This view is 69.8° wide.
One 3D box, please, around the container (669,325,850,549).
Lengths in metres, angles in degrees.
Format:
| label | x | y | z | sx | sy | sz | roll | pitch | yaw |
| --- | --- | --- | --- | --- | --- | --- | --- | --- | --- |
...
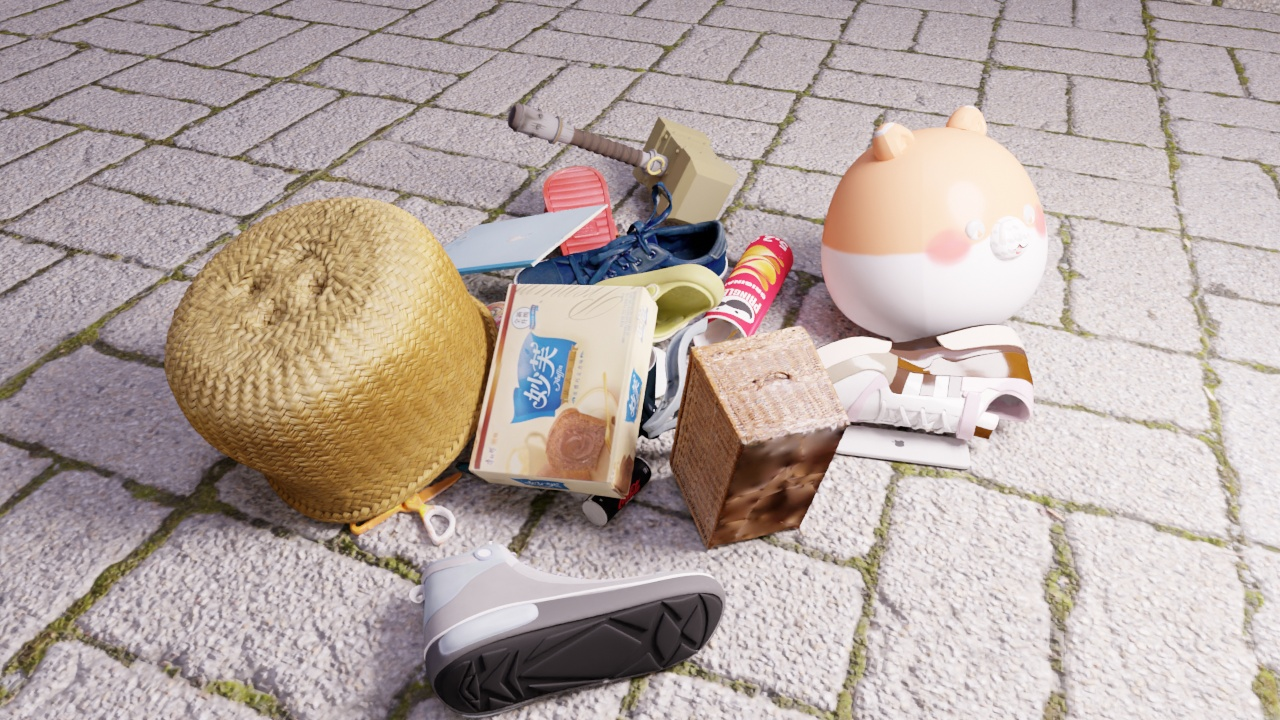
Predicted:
| label | x | y | z | sx | sy | sz | roll | pitch | yaw |
| --- | --- | --- | --- | --- | --- | --- | --- | --- | --- |
| container | 0.106 | 0.078 | 0.872 | 0.113 | 0.199 | 0.112 | -10 | 50 | -15 |

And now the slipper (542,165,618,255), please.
| label | x | y | z | sx | sy | sz | roll | pitch | yaw |
| --- | --- | --- | --- | --- | --- | --- | --- | --- | --- |
| slipper | -0.084 | -0.186 | 1.327 | 0.103 | 0.059 | 0.248 | -7 | 54 | -9 |

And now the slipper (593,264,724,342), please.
| label | x | y | z | sx | sy | sz | roll | pitch | yaw |
| --- | --- | --- | --- | --- | --- | --- | --- | --- | --- |
| slipper | 0.013 | -0.056 | 1.110 | 0.191 | 0.091 | 0.081 | -13 | 54 | 31 |

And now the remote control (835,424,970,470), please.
| label | x | y | z | sx | sy | sz | roll | pitch | yaw |
| --- | --- | --- | --- | --- | --- | --- | --- | --- | --- |
| remote control | 0.285 | 0.094 | 1.008 | 0.147 | 0.008 | 0.045 | 7 | 38 | 7 |

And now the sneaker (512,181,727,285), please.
| label | x | y | z | sx | sy | sz | roll | pitch | yaw |
| --- | --- | --- | --- | --- | --- | --- | --- | --- | --- |
| sneaker | -0.023 | -0.136 | 1.186 | 0.294 | 0.127 | 0.120 | -13 | 59 | -11 |

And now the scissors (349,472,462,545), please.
| label | x | y | z | sx | sy | sz | roll | pitch | yaw |
| --- | --- | --- | --- | --- | --- | --- | --- | --- | --- |
| scissors | -0.230 | 0.147 | 0.927 | 0.125 | 0.011 | 0.131 | -31 | 49 | -32 |

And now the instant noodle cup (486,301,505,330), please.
| label | x | y | z | sx | sy | sz | roll | pitch | yaw |
| --- | --- | --- | --- | --- | --- | --- | --- | --- | --- |
| instant noodle cup | -0.156 | -0.018 | 1.082 | 0.100 | 0.100 | 0.112 | -12 | 32 | -16 |

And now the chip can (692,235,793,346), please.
| label | x | y | z | sx | sy | sz | roll | pitch | yaw |
| --- | --- | --- | --- | --- | --- | --- | --- | --- | --- |
| chip can | 0.137 | -0.084 | 1.187 | 0.069 | 0.069 | 0.219 | 15 | 39 | 17 |

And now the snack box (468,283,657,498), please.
| label | x | y | z | sx | sy | sz | roll | pitch | yaw |
| --- | --- | --- | --- | --- | --- | --- | --- | --- | --- |
| snack box | -0.075 | 0.026 | 0.926 | 0.153 | 0.055 | 0.207 | 3 | 70 | 19 |

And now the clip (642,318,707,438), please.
| label | x | y | z | sx | sy | sz | roll | pitch | yaw |
| --- | --- | --- | --- | --- | --- | --- | --- | --- | --- |
| clip | 0.059 | 0.015 | 0.986 | 0.168 | 0.031 | 0.164 | 5 | 68 | -41 |

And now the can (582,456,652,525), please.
| label | x | y | z | sx | sy | sz | roll | pitch | yaw |
| --- | --- | --- | --- | --- | --- | --- | --- | --- | --- |
| can | -0.023 | 0.132 | 0.933 | 0.031 | 0.032 | 0.080 | 24 | 43 | 27 |

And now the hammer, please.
| label | x | y | z | sx | sy | sz | roll | pitch | yaw |
| --- | --- | --- | --- | --- | --- | --- | --- | --- | --- |
| hammer | -0.039 | -0.308 | 1.346 | 0.324 | 0.101 | 0.190 | 13 | 31 | -28 |

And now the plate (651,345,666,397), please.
| label | x | y | z | sx | sy | sz | roll | pitch | yaw |
| --- | --- | --- | --- | --- | --- | --- | --- | --- | --- |
| plate | -0.007 | 0.006 | 1.102 | 0.104 | 0.026 | 0.104 | 0 | 38 | 0 |

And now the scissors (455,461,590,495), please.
| label | x | y | z | sx | sy | sz | roll | pitch | yaw |
| --- | --- | --- | --- | --- | --- | --- | --- | --- | --- |
| scissors | -0.125 | 0.111 | 0.969 | 0.151 | 0.019 | 0.119 | -5 | 34 | -14 |

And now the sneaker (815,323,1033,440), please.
| label | x | y | z | sx | sy | sz | roll | pitch | yaw |
| --- | --- | --- | --- | --- | --- | --- | --- | --- | --- |
| sneaker | 0.295 | 0.045 | 1.006 | 0.293 | 0.112 | 0.116 | -6 | 52 | -11 |

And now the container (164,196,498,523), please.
| label | x | y | z | sx | sy | sz | roll | pitch | yaw |
| --- | --- | --- | --- | --- | --- | --- | --- | --- | --- |
| container | -0.308 | -0.019 | 0.929 | 0.307 | 0.197 | 0.306 | -8 | 51 | 10 |

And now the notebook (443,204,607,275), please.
| label | x | y | z | sx | sy | sz | roll | pitch | yaw |
| --- | --- | --- | --- | --- | --- | --- | --- | --- | --- |
| notebook | -0.189 | -0.159 | 1.249 | 0.254 | 0.009 | 0.180 | -2 | 31 | 37 |

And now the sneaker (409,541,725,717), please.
| label | x | y | z | sx | sy | sz | roll | pitch | yaw |
| --- | --- | --- | --- | --- | --- | --- | --- | --- | --- |
| sneaker | -0.066 | 0.204 | 0.804 | 0.256 | 0.093 | 0.160 | -11 | 31 | -17 |

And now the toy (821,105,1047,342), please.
| label | x | y | z | sx | sy | sz | roll | pitch | yaw |
| --- | --- | --- | --- | --- | --- | --- | --- | --- | --- |
| toy | 0.357 | -0.157 | 1.120 | 0.262 | 0.281 | 0.266 | -17 | 21 | -22 |

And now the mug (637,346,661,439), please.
| label | x | y | z | sx | sy | sz | roll | pitch | yaw |
| --- | --- | --- | --- | --- | --- | --- | --- | --- | --- |
| mug | -0.015 | 0.042 | 0.999 | 0.085 | 0.095 | 0.121 | -23 | 44 | -28 |
